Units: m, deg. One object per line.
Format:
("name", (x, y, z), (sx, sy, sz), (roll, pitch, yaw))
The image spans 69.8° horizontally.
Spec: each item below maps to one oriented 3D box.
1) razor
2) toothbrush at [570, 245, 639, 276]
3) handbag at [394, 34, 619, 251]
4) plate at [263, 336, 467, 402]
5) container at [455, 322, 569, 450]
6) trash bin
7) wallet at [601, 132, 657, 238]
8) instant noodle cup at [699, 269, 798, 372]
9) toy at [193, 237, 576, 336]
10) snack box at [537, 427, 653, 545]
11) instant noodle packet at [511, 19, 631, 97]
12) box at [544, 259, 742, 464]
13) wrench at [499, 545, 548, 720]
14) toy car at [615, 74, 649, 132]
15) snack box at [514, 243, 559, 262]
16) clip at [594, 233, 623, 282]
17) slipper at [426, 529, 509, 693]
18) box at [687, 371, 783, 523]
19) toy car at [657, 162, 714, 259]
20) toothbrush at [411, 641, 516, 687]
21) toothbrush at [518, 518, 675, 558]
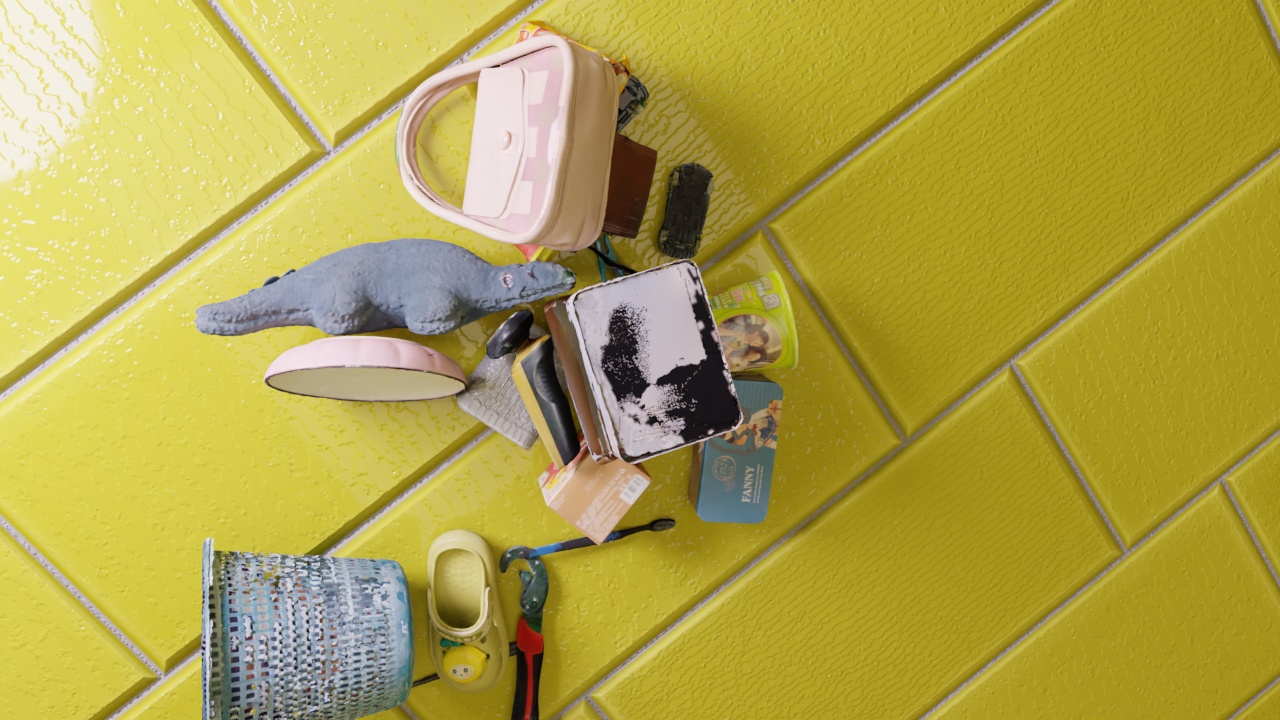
("razor", (-0.104, 0.032, 0.923), (0.068, 0.062, 0.167), (-15, 107, 17))
("toothbrush", (-0.020, -0.097, 0.981), (0.188, 0.014, 0.017), (22, 112, -42))
("handbag", (-0.142, -0.211, 0.895), (0.234, 0.093, 0.193), (11, 93, 27))
("plate", (-0.268, 0.008, 0.907), (0.192, 0.193, 0.039), (1, 78, -12))
("container", (-0.128, 0.019, 0.983), (0.090, 0.090, 0.114), (34, 89, -16))
("trash bin", (-0.340, 0.289, 0.939), (0.194, 0.227, 0.227), (0, 100, -25))
("wallet", (-0.025, -0.180, 0.954), (0.032, 0.124, 0.101), (14, 97, 23))
("instant noodle cup", (0.100, -0.034, 1.014), (0.123, 0.111, 0.112), (-11, 102, -2))
("toy", (-0.242, -0.070, 0.913), (0.356, 0.137, 0.091), (-6, 111, -5))
("snack box", (-0.052, 0.132, 1.014), (0.077, 0.094, 0.093), (39, 91, -16))
("instant noodle packet", (-0.086, -0.285, 0.941), (0.128, 0.044, 0.111), (26, 91, 8))
("box", (-0.007, 0.006, 0.949), (0.152, 0.178, 0.182), (-17, 94, -8))
("wrench", (-0.134, 0.350, 1.067), (0.056, 0.016, 0.273), (-1, 95, -10))
("toy car", (-0.031, -0.263, 0.976), (0.043, 0.034, 0.090), (40, 97, -17))
("snack box", (-0.108, -0.154, 0.962), (0.080, 0.082, 0.091), (38, 91, -2))
("clip", (-0.038, -0.112, 1.014), (0.040, 0.014, 0.056), (-20, 103, -8))
("slipper", (-0.201, 0.285, 1.015), (0.092, 0.081, 0.190), (-3, 96, 7))
("box", (0.107, 0.104, 1.060), (0.089, 0.061, 0.184), (2, 98, -11))
("toy car", (0.049, -0.165, 1.012), (0.049, 0.031, 0.105), (10, 99, -14))
("toothbrush", (-0.206, 0.358, 1.066), (0.181, 0.018, 0.015), (-18, 97, -10))
("toothbrush", (-0.048, 0.207, 1.064), (0.189, 0.016, 0.014), (-9, 95, -14))
